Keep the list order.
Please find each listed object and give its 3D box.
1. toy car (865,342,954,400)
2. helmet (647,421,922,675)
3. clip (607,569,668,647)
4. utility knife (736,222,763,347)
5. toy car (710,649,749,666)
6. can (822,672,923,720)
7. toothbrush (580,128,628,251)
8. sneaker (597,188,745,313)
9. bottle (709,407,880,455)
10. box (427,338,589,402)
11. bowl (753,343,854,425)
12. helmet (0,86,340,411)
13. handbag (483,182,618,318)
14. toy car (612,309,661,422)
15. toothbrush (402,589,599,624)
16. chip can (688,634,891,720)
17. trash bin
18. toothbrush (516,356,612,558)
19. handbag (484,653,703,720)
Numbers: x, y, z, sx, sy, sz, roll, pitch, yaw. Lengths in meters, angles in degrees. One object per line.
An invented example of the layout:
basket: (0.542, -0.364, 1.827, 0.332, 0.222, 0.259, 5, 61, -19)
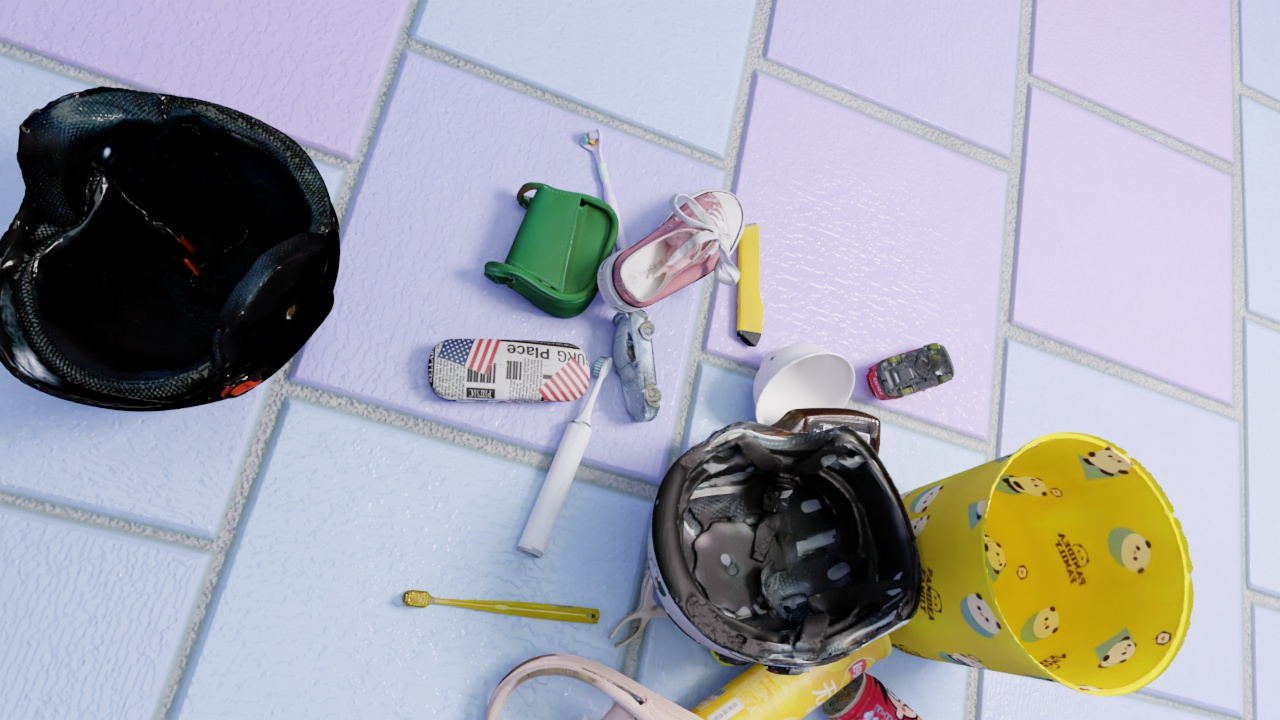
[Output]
toy car: (0.316, 0.014, 1.078, 0.120, 0.045, 0.053, -13, 82, -28)
helmet: (0.119, 0.183, 0.876, 0.273, 0.157, 0.229, -8, 68, -22)
clip: (0.008, 0.233, 0.915, 0.102, 0.035, 0.095, -13, 84, -14)
utility knife: (0.126, -0.089, 1.056, 0.033, 0.015, 0.156, 11, 71, -23)
toy car: (0.094, 0.259, 0.938, 0.048, 0.032, 0.105, 17, 59, -14)
can: (0.240, 0.368, 0.939, 0.094, 0.067, 0.066, 42, 66, -4)
toothbrush: (-0.032, -0.168, 1.019, 0.021, 0.029, 0.189, 0, 72, -59)
sneaker: (0.056, -0.123, 0.971, 0.240, 0.088, 0.118, -37, 108, -43)
bottle: (0.164, 0.090, 0.976, 0.194, 0.044, 0.080, 1, 100, -24)
box: (-0.131, 0.011, 0.925, 0.164, 0.052, 0.068, 4, 61, -16)
bowl: (0.167, 0.021, 1.004, 0.118, 0.118, 0.064, -6, 38, -21)
helmet: (-0.378, -0.076, 0.758, 0.233, 0.230, 0.274, 41, 76, 5)
handbag: (-0.090, -0.117, 0.964, 0.120, 0.068, 0.131, 22, 70, -5)
toy car: (-0.006, 0.006, 0.961, 0.036, 0.054, 0.120, -4, 78, -24)
toothbrush: (-0.130, 0.235, 0.873, 0.190, 0.017, 0.015, 11, 72, -17)
chip can: (0.146, 0.318, 0.902, 0.213, 0.072, 0.072, -29, 86, -21)
trash bin: (0.358, 0.207, 0.922, 0.229, 0.256, 0.229, 5, 74, -18)
toothbrush: (-0.071, 0.092, 0.928, 0.026, 0.027, 0.220, 11, 67, 25)
handbag: (-0.041, 0.366, 0.811, 0.234, 0.093, 0.193, 41, 94, 11)
